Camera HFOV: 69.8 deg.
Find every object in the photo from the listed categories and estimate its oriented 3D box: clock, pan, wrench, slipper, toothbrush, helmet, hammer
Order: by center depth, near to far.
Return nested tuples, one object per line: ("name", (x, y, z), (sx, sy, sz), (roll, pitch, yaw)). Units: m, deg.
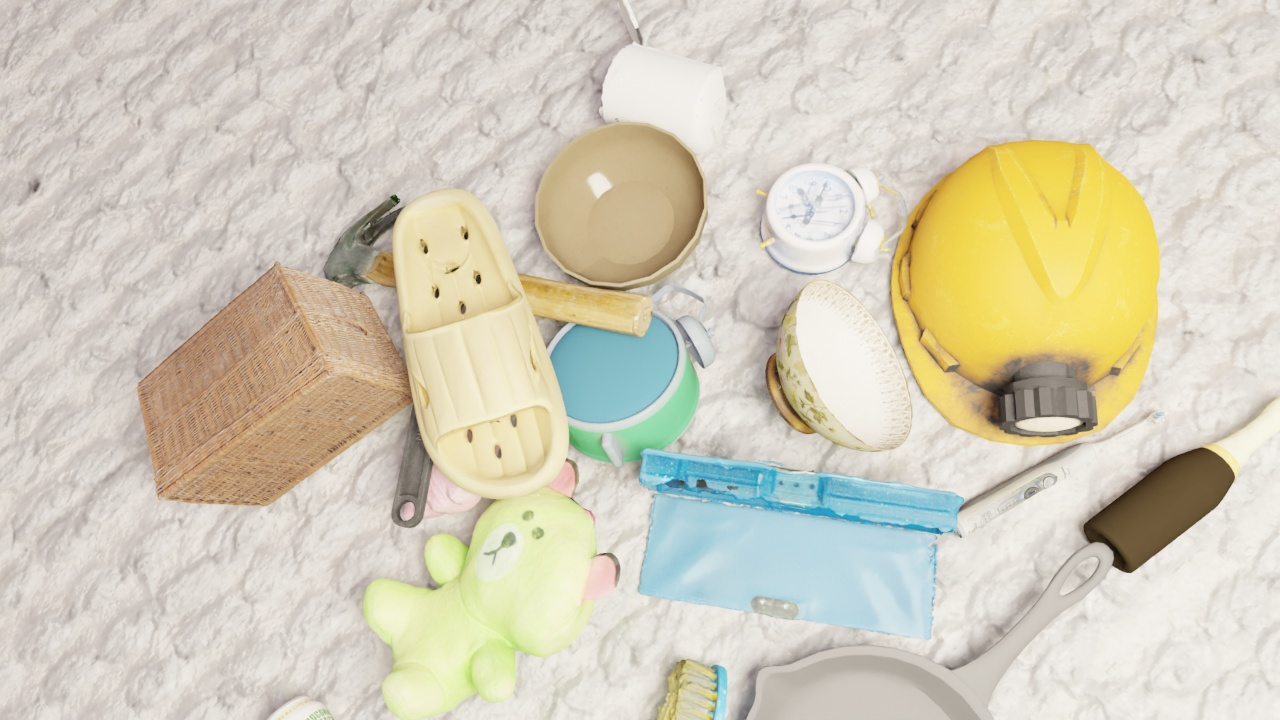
("pan", (0.207, 0.257, 0.654), (0.354, 0.024, 0.216), (-44, 79, -4))
("slipper", (-0.136, -0.022, 0.692), (0.111, 0.079, 0.261), (-19, 73, 3))
("helmet", (0.303, -0.074, 0.700), (0.205, 0.131, 0.255), (1, 71, 10))
("toothbrush", (0.320, 0.083, 0.704), (0.185, 0.024, 0.022), (-28, 111, -1))
("wrench", (-0.165, -0.002, 0.739), (0.073, 0.018, 0.272), (2, 73, 15))
("clock", (-0.004, 0.004, 0.753), (0.122, 0.075, 0.161), (26, 68, 30))
("clock", (0.162, -0.123, 0.781), (0.125, 0.052, 0.088), (-3, 71, 5))
("hammer", (-0.140, -0.066, 0.784), (0.331, 0.033, 0.132), (12, 72, 27))

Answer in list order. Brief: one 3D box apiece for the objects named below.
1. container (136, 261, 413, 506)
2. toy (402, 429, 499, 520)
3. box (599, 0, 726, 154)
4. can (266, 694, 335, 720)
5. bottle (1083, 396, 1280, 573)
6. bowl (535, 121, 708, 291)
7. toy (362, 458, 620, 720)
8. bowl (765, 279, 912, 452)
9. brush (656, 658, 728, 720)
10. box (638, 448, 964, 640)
("container", (-0.301, 0.025, 0.752), (0.199, 0.113, 0.112), (-35, 68, 13))
("toy", (-0.158, 0.099, 0.754), (0.096, 0.099, 0.053), (-34, 109, 21))
("box", (0.016, -0.267, 0.837), (0.147, 0.084, 0.136), (20, 83, 16))
("can", (-0.245, 0.311, 0.704), (0.101, 0.055, 0.055), (42, 83, 19))
("bottle", (0.414, 0.084, 0.676), (0.184, 0.045, 0.045), (-36, 71, -3))
("bowl", (-0.013, -0.129, 0.807), (0.152, 0.050, 0.152), (-3, 76, 11))
("toy", (-0.108, 0.183, 0.705), (0.196, 0.107, 0.150), (-26, 47, -9))
("bowl", (0.145, 0.014, 0.716), (0.063, 0.145, 0.145), (-32, 65, 38))
("brush", (0.042, 0.290, 0.665), (0.075, 0.055, 0.135), (24, 69, -11))
("box", (0.110, 0.139, 0.685), (0.232, 0.094, 0.112), (7, 76, 10))
